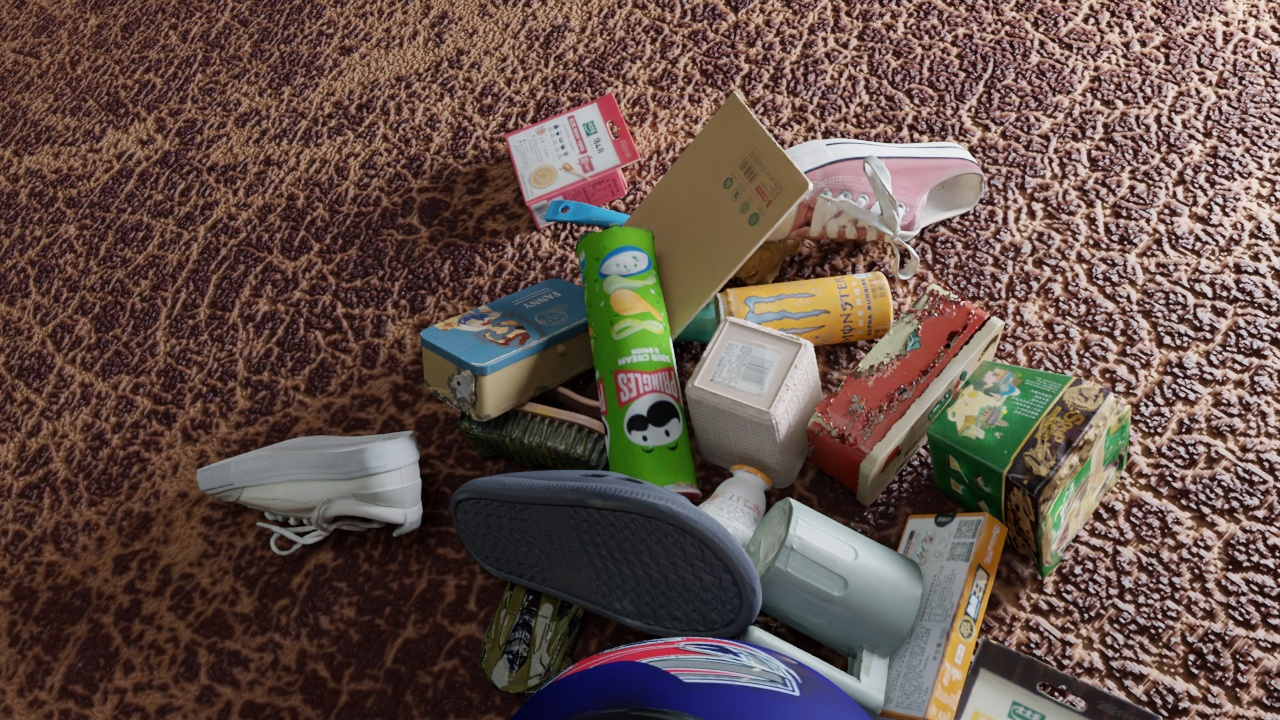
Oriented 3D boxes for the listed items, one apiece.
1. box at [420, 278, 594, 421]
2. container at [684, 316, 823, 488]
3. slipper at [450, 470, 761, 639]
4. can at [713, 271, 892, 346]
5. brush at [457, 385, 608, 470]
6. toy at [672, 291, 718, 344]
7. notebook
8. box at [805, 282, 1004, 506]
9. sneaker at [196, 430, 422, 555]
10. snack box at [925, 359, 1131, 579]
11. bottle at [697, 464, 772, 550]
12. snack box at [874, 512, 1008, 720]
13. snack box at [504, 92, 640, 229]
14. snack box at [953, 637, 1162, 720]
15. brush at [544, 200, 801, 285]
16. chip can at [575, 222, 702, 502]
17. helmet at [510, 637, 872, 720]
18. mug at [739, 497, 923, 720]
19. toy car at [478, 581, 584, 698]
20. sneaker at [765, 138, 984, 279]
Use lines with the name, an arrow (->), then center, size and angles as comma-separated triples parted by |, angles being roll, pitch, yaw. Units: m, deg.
box -> -0.100, -0.016, 0.806 | 0.090, 0.059, 0.183 | 25, 38, 31
container -> 0.092, 0.031, 0.738 | 0.090, 0.111, 0.090 | 20, 66, 24
slipper -> -0.024, 0.119, 0.662 | 0.269, 0.111, 0.083 | 2, 27, 38
can -> 0.139, -0.040, 0.790 | 0.146, 0.058, 0.058 | -7, 57, 1
brush -> -0.083, 0.054, 0.798 | 0.146, 0.063, 0.072 | 10, 59, 19
toy -> 0.042, -0.039, 0.844 | 0.092, 0.030, 0.096 | 4, 54, 11
notebook -> 0.045, -0.117, 0.805 | 0.208, 0.008, 0.147 | -48, 46, 24
box -> 0.201, 0.021, 0.728 | 0.080, 0.091, 0.168 | 37, 74, 27
sneaker -> -0.287, 0.118, 0.808 | 0.243, 0.089, 0.091 | -6, 97, 28
snack box -> 0.280, 0.069, 0.677 | 0.118, 0.117, 0.106 | -44, 47, -17
bottle -> 0.065, 0.134, 0.709 | 0.063, 0.063, 0.108 | 19, 66, 24
snack box -> 0.201, 0.179, 0.644 | 0.075, 0.026, 0.153 | -20, 38, 59
snack box -> -0.069, -0.211, 0.968 | 0.127, 0.044, 0.113 | -21, 56, 3
snack box -> 0.251, 0.264, 0.588 | 0.113, 0.053, 0.125 | 22, 66, 25
brush -> 0.026, -0.125, 0.885 | 0.255, 0.046, 0.083 | 13, 65, 15
chip can -> -0.004, 0.004, 0.757 | 0.072, 0.072, 0.235 | -12, 70, 7
helmet -> 0.008, 0.288, 0.529 | 0.316, 0.247, 0.239 | -14, 41, 18
mug -> 0.125, 0.167, 0.631 | 0.103, 0.084, 0.123 | 29, 46, -4
toy car -> -0.076, 0.186, 0.729 | 0.070, 0.042, 0.157 | 8, 59, 18
sneaker -> 0.201, -0.136, 0.803 | 0.240, 0.118, 0.087 | -8, 47, -14
